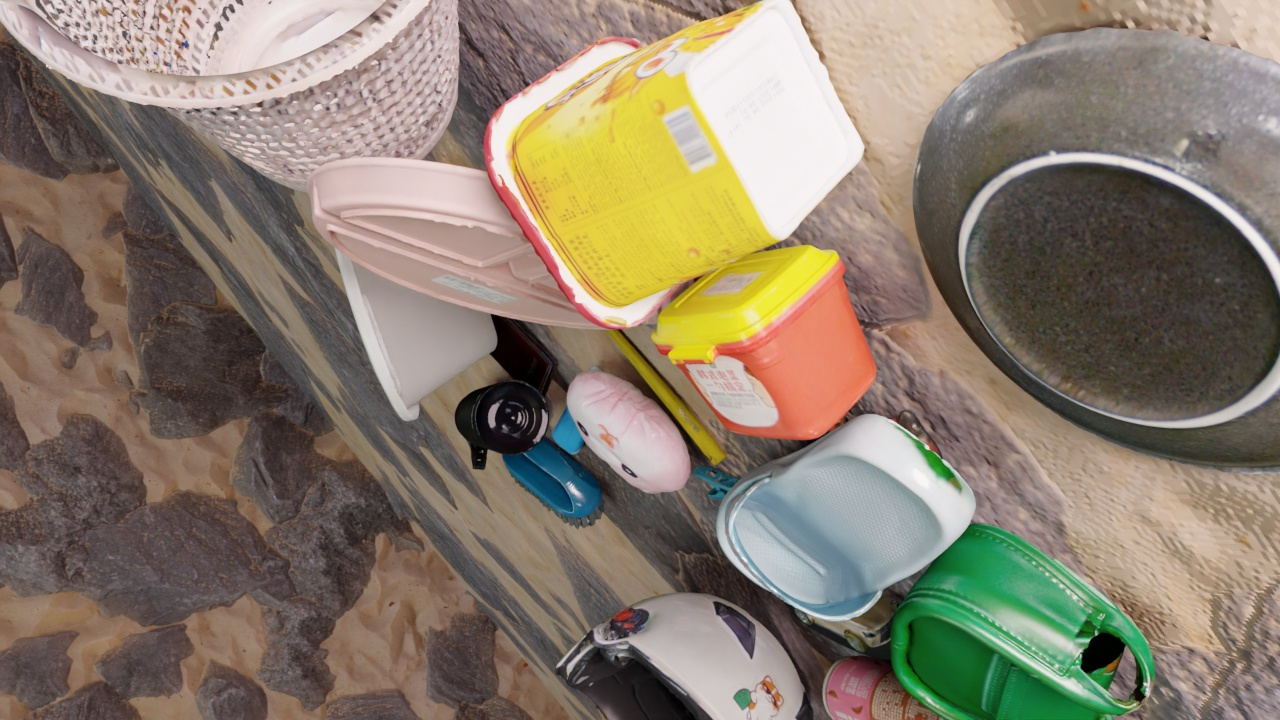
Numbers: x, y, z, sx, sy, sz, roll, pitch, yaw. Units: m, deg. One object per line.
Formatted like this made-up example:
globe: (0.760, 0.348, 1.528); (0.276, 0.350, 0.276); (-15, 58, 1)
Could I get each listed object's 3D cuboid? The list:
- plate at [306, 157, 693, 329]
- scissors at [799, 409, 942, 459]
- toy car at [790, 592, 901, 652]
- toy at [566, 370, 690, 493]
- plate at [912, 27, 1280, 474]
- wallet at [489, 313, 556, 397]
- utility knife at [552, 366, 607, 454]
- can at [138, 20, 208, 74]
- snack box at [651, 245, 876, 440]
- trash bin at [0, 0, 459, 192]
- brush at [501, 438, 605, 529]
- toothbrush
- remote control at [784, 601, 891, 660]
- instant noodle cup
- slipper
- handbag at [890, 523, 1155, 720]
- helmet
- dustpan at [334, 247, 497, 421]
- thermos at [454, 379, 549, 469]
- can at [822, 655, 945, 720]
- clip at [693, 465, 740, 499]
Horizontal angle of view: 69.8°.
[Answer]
plate: (-0.083, -0.059, 0.544); (0.229, 0.028, 0.229); (12, 170, 2)
scissors: (0.116, 0.071, 0.569); (0.204, 0.015, 0.203); (57, 156, -19)
toy car: (0.141, 0.168, 0.639); (0.090, 0.042, 0.035); (17, 139, 53)
toy: (-0.009, 0.066, 0.748); (0.121, 0.054, 0.160); (41, 163, 15)
plate: (0.166, -0.025, 0.316); (0.179, 0.024, 0.180); (41, 156, 22)
wallet: (-0.130, -0.021, 0.875); (0.122, 0.020, 0.096); (45, 157, 6)
utility knife: (-0.053, 0.046, 0.834); (0.034, 0.018, 0.217); (36, 156, 2)
can: (-0.533, -0.336, 1.073); (0.083, 0.057, 0.102); (54, 158, -17)
snack box: (0.063, -0.005, 0.458); (0.091, 0.081, 0.080); (0, 126, 59)
trash bin: (-0.188, -0.195, 0.494); (0.227, 0.227, 0.192); (46, 170, 9)
brush: (-0.098, 0.118, 0.981); (0.144, 0.055, 0.074); (32, 152, 37)
toothbrush: (-0.004, 0.004, 0.681); (0.190, 0.016, 0.016); (49, 158, 2)
remote control: (0.145, 0.193, 0.693); (0.137, 0.024, 0.053); (12, 136, 56)
instant noodle cup: (0.016, -0.088, 0.396); (0.124, 0.116, 0.116); (-9, 120, 51)
slipper: (0.102, 0.104, 0.530); (0.104, 0.074, 0.246); (44, 156, 7)
handbag: (0.198, 0.157, 0.482); (0.120, 0.067, 0.131); (31, 151, 36)
helmet: (0.060, 0.308, 0.860); (0.230, 0.156, 0.275); (51, 147, 0)
dustpan: (-0.235, -0.068, 0.805); (0.258, 0.142, 0.223); (23, 136, 42)
thermos: (-0.148, 0.070, 0.937); (0.243, 0.068, 0.090); (164, 107, -73)
can: (0.192, 0.247, 0.647); (0.058, 0.057, 0.147); (53, 157, -8)
clip: (0.063, 0.097, 0.708); (0.038, 0.013, 0.055); (58, 158, -19)
